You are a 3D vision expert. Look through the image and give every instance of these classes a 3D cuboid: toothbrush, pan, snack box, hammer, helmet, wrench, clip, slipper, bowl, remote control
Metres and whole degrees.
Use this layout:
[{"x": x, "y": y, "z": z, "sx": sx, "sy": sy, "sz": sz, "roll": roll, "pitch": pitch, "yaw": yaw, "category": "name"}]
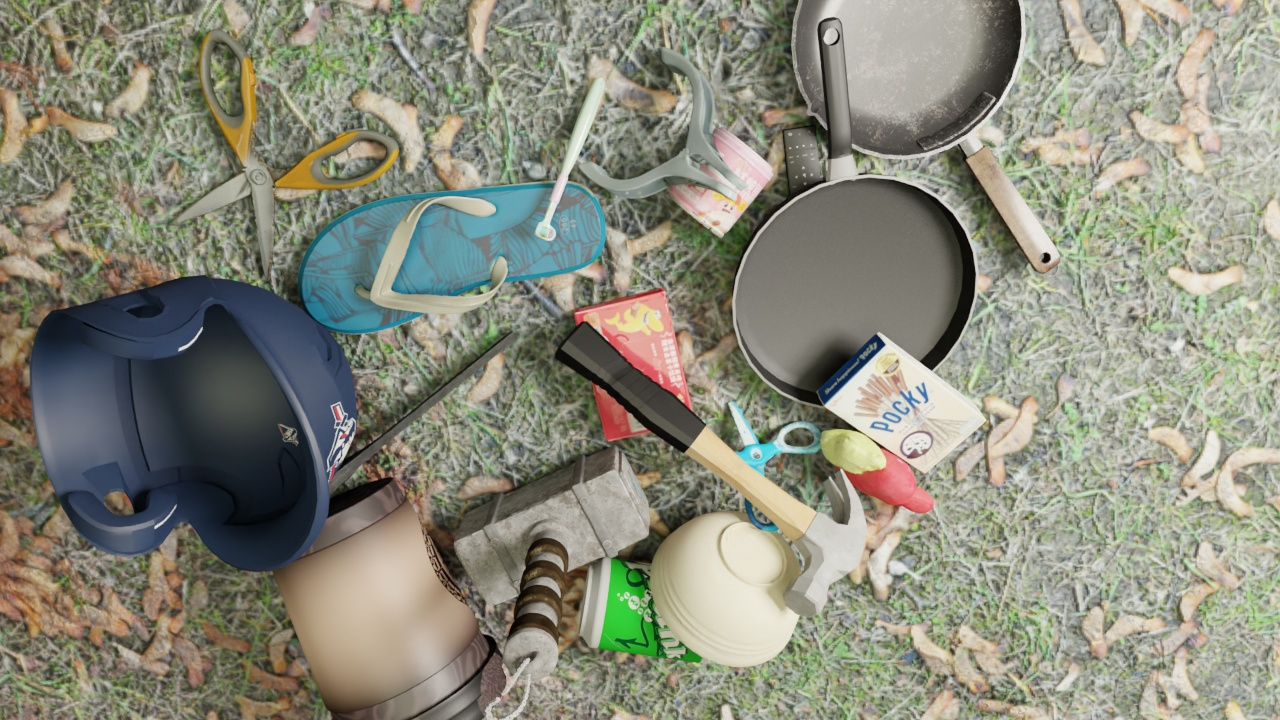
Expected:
[{"x": -0.062, "y": -0.182, "z": 0.823, "sx": 0.022, "sy": 0.015, "sz": 0.154, "roll": 22, "pitch": 87, "yaw": -43, "category": "toothbrush"}, {"x": 0.277, "y": -0.221, "z": 0.824, "sx": 0.208, "sy": 0.040, "sz": 0.357, "roll": -35, "pitch": 103, "yaw": 7, "category": "pan"}, {"x": -0.005, "y": 0.005, "z": 0.882, "sx": 0.089, "sy": 0.021, "sz": 0.133, "roll": -13, "pitch": 103, "yaw": 2, "category": "snack box"}, {"x": 0.183, "y": -0.120, "z": 0.816, "sx": 0.225, "sy": 0.034, "sz": 0.357, "roll": -12, "pitch": 115, "yaw": 1, "category": "pan"}, {"x": -0.080, "y": 0.183, "z": 0.768, "sx": 0.177, "sy": 0.326, "sz": 0.079, "roll": -25, "pitch": 103, "yaw": 5, "category": "hammer"}, {"x": -0.344, "y": 0.050, "z": 0.778, "sx": 0.272, "sy": 0.222, "sz": 0.233, "roll": 37, "pitch": 120, "yaw": 27, "category": "helmet"}, {"x": 0.062, "y": 0.081, "z": 0.834, "sx": 0.328, "sy": 0.039, "sz": 0.130, "roll": 39, "pitch": 55, "yaw": 3, "category": "hammer"}, {"x": -0.226, "y": 0.060, "z": 0.876, "sx": 0.273, "sy": 0.073, "sz": 0.018, "roll": -39, "pitch": 101, "yaw": 2, "category": "wrench"}, {"x": 0.247, "y": 0.043, "z": 0.866, "sx": 0.150, "sy": 0.026, "sz": 0.082, "roll": 31, "pitch": 113, "yaw": -26, "category": "snack box"}, {"x": 0.012, "y": -0.193, "z": 0.805, "sx": 0.166, "sy": 0.032, "sz": 0.164, "roll": -12, "pitch": 74, "yaw": 29, "category": "clip"}, {"x": -0.177, "y": -0.099, "z": 0.836, "sx": 0.295, "sy": 0.060, "sz": 0.118, "roll": -13, "pitch": 100, "yaw": 2, "category": "slipper"}, {"x": 0.091, "y": 0.199, "z": 0.857, "sx": 0.150, "sy": 0.150, "sz": 0.076, "roll": 21, "pitch": 134, "yaw": -6, "category": "bowl"}, {"x": 0.155, "y": -0.146, "z": 0.854, "sx": 0.030, "sy": 0.009, "sz": 0.140, "roll": -8, "pitch": 104, "yaw": 1, "category": "remote control"}]

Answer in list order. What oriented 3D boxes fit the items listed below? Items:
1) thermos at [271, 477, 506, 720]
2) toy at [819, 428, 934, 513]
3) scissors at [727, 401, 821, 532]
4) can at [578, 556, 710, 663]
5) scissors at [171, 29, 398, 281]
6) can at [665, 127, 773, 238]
[{"x": -0.246, "y": 0.240, "z": 0.869, "sx": 0.173, "sy": 0.172, "sz": 0.226, "roll": -23, "pitch": 97, "yaw": 4, "category": "thermos"}, {"x": 0.227, "y": 0.108, "z": 0.879, "sx": 0.135, "sy": 0.092, "sz": 0.045, "roll": 37, "pitch": 82, "yaw": -24, "category": "toy"}, {"x": 0.118, "y": 0.100, "z": 0.877, "sx": 0.134, "sy": 0.011, "sz": 0.139, "roll": -1, "pitch": 64, "yaw": -16, "category": "scissors"}, {"x": 0.013, "y": 0.247, "z": 0.908, "sx": 0.140, "sy": 0.087, "sz": 0.088, "roll": 9, "pitch": 103, "yaw": -3, "category": "can"}, {"x": -0.339, "y": -0.191, "z": 0.833, "sx": 0.225, "sy": 0.016, "sz": 0.230, "roll": -20, "pitch": 104, "yaw": 5, "category": "scissors"}, {"x": 0.071, "y": -0.159, "z": 0.820, "sx": 0.067, "sy": 0.067, "sz": 0.076, "roll": 37, "pitch": 101, "yaw": -9, "category": "can"}]
